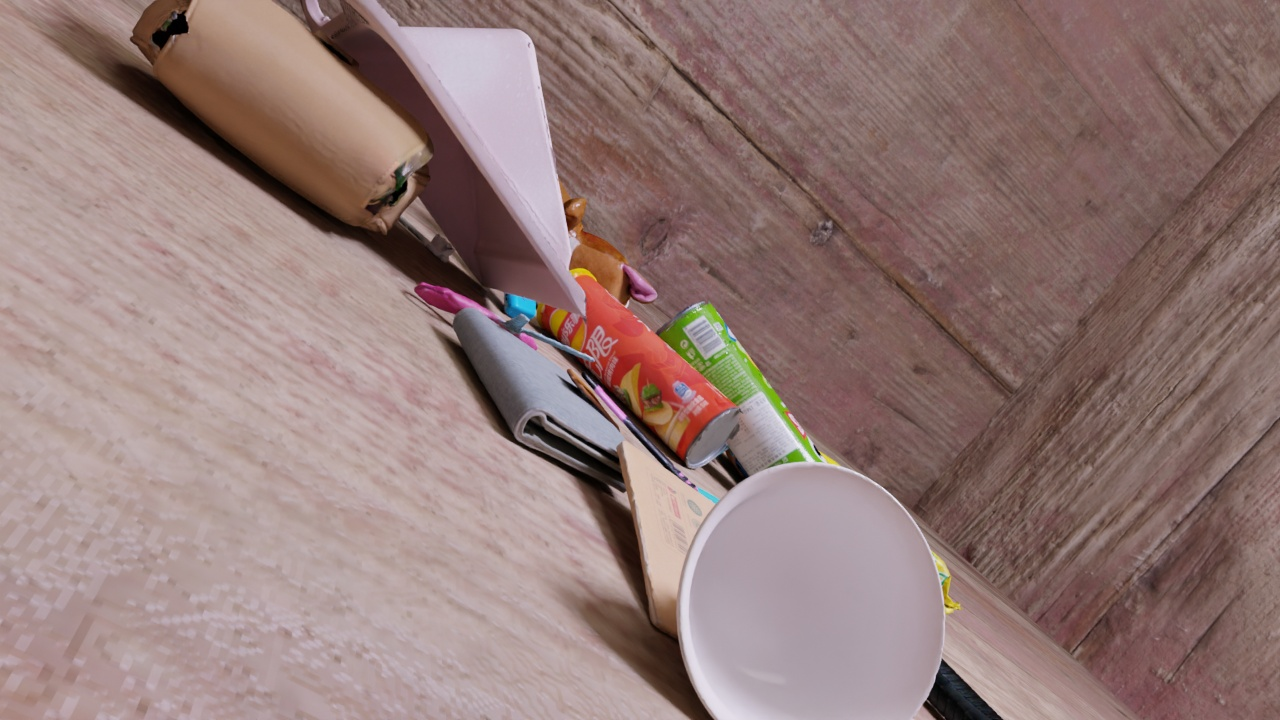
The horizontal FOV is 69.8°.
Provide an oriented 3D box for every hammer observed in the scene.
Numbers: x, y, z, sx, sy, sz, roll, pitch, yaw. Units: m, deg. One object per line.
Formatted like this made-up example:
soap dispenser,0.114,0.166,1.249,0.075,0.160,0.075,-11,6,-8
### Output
hammer,0.271,0.289,0.581,0.128,0.033,0.300,34,8,-45

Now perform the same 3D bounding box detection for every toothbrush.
toothbrush,-0.236,-0.150,0.832,0.180,0.016,0.016,40,4,12
toothbrush,0.022,0.070,0.599,0.189,0.018,0.014,50,-3,-26

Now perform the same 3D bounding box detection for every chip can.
chip can,-0.005,0.005,0.842,0.216,0.073,0.073,44,7,26
chip can,0.105,0.055,0.865,0.236,0.072,0.072,54,9,9

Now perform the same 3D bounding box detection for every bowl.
bowl,0.061,0.105,0.393,0.118,0.118,0.065,39,-19,-7

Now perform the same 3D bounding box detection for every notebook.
notebook,0.073,0.136,0.500,0.207,0.008,0.147,37,17,-24

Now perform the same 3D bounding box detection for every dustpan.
dustpan,-0.165,-0.157,0.706,0.138,0.273,0.223,-14,14,-27

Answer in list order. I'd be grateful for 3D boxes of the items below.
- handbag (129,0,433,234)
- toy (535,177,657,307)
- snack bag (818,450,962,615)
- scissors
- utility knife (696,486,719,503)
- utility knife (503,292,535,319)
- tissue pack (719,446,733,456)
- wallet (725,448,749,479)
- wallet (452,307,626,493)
handbag,-0.231,-0.173,0.618,0.204,0.100,0.148,37,1,-27
toy,-0.085,-0.111,1.000,0.199,0.130,0.140,43,-30,-15
snack bag,0.265,0.197,1.090,0.246,0.068,0.158,40,6,-1
scissors,-0.094,-0.025,0.634,0.134,0.017,0.133,24,-10,-12
utility knife,0.021,0.086,0.657,0.176,0.013,0.029,33,6,-27
utility knife,-0.117,-0.123,0.883,0.034,0.018,0.218,36,35,-41
tissue pack,0.044,0.042,0.951,0.133,0.050,0.093,38,5,-16
wallet,0.133,0.121,0.978,0.106,0.040,0.133,46,2,-26
wallet,-0.054,0.022,0.564,0.106,0.037,0.129,34,8,-38
